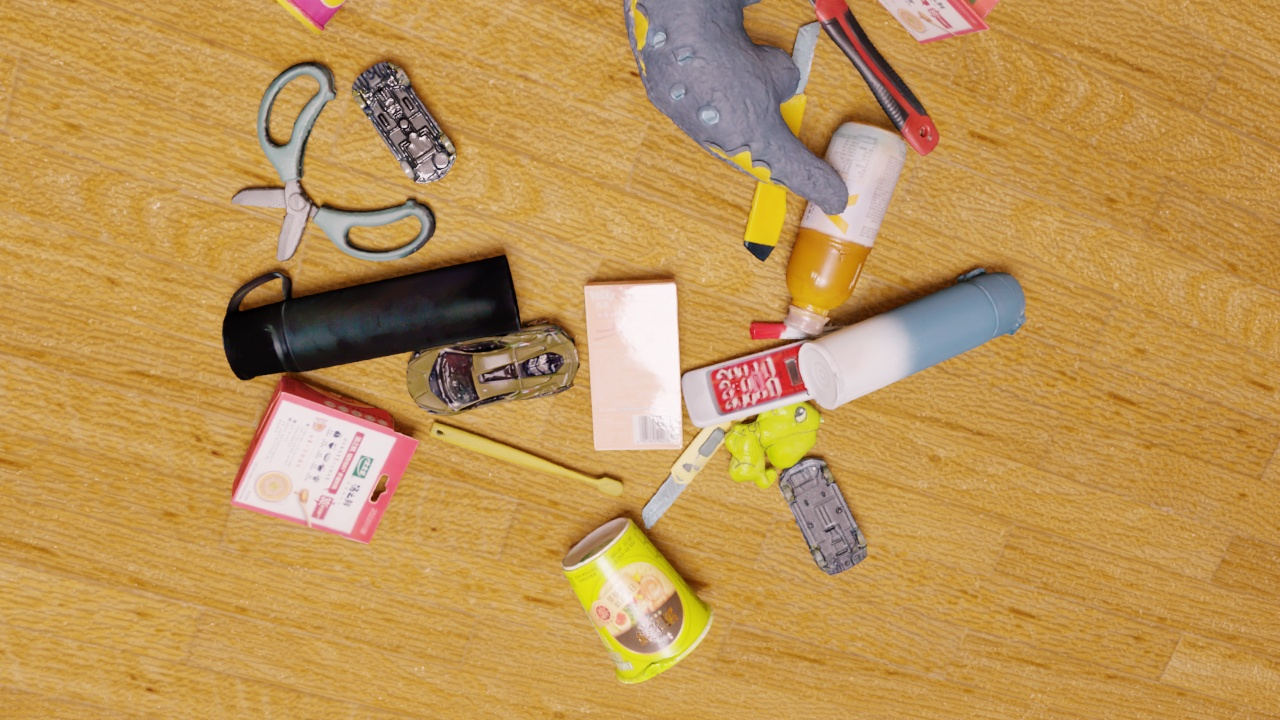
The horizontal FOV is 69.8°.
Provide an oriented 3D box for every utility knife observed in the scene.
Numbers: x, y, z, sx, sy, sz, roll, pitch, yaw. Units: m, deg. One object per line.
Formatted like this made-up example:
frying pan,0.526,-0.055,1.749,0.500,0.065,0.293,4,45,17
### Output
utility knife,0.129,-0.196,0.827,0.033,0.015,0.216,10,102,-10
utility knife,0.066,0.081,0.889,0.031,0.021,0.205,39,100,-10

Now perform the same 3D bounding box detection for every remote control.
remote control,0.107,0.022,0.861,0.136,0.020,0.056,-15,79,1

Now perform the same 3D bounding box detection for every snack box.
snack box,0.233,-0.320,0.753,0.113,0.127,0.044,39,95,-15
snack box,-0.281,0.090,0.820,0.127,0.044,0.113,24,99,-26
snack box,-0.005,0.005,0.843,0.084,0.026,0.157,-1,103,6

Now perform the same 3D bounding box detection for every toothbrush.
toothbrush,-0.105,0.093,0.867,0.190,0.016,0.016,19,101,-10

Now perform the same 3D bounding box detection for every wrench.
wrench,0.182,-0.292,0.805,0.056,0.016,0.273,-45,107,-18

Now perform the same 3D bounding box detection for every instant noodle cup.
instant noodle cup,-0.010,0.219,0.867,0.112,0.111,0.123,-34,98,1

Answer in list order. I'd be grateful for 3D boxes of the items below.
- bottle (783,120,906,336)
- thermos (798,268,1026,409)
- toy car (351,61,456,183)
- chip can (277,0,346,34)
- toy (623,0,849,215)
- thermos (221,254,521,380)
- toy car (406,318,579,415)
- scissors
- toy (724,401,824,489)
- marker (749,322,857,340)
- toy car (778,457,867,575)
bottle,0.177,-0.116,0.825,0.068,0.068,0.190,16,101,-11
thermos,0.253,-0.024,0.842,0.220,0.070,0.070,-22,106,-16
toy car,-0.198,-0.199,0.775,0.049,0.031,0.105,-33,104,2
chip can,-0.211,-0.358,0.715,0.071,0.071,0.210,43,94,-15
toy,0.059,-0.271,0.755,0.138,0.091,0.356,-21,97,-2
thermos,-0.230,-0.046,0.792,0.242,0.068,0.090,-10,88,-4
toy car,-0.134,0.009,0.831,0.158,0.042,0.070,-12,104,-2
scissors,-0.254,-0.158,0.785,0.170,0.019,0.171,14,100,-12
toy,0.129,0.075,0.883,0.100,0.031,0.097,-11,104,-10
marker,0.176,-0.028,0.873,0.145,0.017,0.017,-1,103,-7
toy car,0.180,0.153,0.908,0.054,0.037,0.120,-27,95,0
